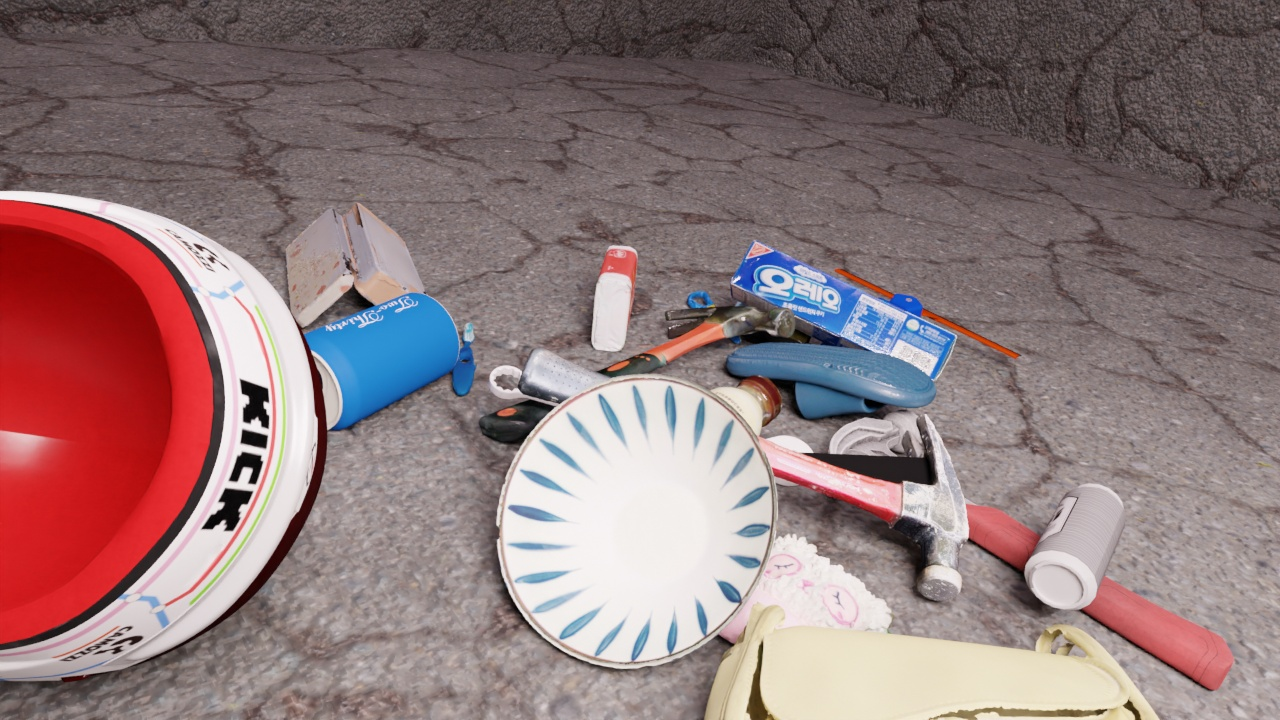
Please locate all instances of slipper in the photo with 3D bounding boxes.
[{"bbox_3d":[0.175,0.019,0.858,0.103,0.059,0.214,-15,19,-42],"label":"slipper"}]

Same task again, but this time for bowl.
[{"bbox_3d":[0.004,0.102,0.577,0.177,0.177,0.071,22,-12,26],"label":"bowl"}]

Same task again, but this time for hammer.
[{"bbox_3d":[0.271,0.132,0.682,0.126,0.036,0.316,-15,34,-35],"label":"hammer"},{"bbox_3d":[0.075,0.055,0.646,0.326,0.036,0.140,20,46,-4],"label":"hammer"},{"bbox_3d":[-0.005,0.005,0.837,0.133,0.033,0.332,8,23,43],"label":"hammer"}]

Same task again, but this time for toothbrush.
[{"bbox_3d":[-0.162,-0.003,0.847,0.021,0.016,0.132,2,25,-9],"label":"toothbrush"}]

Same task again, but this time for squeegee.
[{"bbox_3d":[0.262,-0.040,1.013,0.184,0.055,0.249,-25,42,-33],"label":"squeegee"}]

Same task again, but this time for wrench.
[{"bbox_3d":[0.010,0.051,0.742,0.273,0.009,0.047,16,45,-2],"label":"wrench"}]

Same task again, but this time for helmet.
[{"bbox_3d":[-0.287,0.039,0.468,0.315,0.230,0.236,6,-11,9],"label":"helmet"}]

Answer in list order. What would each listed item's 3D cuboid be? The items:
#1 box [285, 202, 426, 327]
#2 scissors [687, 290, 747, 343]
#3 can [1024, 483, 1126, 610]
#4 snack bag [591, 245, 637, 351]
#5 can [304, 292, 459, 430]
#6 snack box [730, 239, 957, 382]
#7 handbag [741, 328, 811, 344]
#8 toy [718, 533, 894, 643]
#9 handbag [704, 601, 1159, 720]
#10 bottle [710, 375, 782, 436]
[{"bbox_3d":[-0.298,-0.089,0.960,0.105,0.096,0.216,34,9,-33],"label":"box"},{"bbox_3d":[0.100,-0.045,1.028,0.104,0.019,0.131,0,29,-13],"label":"scissors"},{"bbox_3d":[0.297,0.124,0.623,0.044,0.044,0.106,23,34,29],"label":"can"},{"bbox_3d":[-0.026,-0.067,0.952,0.036,0.077,0.115,7,25,1],"label":"snack bag"},{"bbox_3d":[-0.219,-0.001,0.752,0.079,0.079,0.145,19,27,21],"label":"can"},{"bbox_3d":[0.203,-0.045,0.936,0.226,0.059,0.059,27,-9,13],"label":"snack box"},{"bbox_3d":[0.168,-0.056,1.041,0.084,0.027,0.177,24,28,12],"label":"handbag"},{"bbox_3d":[0.098,0.153,0.576,0.108,0.041,0.096,-22,40,-38],"label":"toy"},{"bbox_3d":[0.142,0.187,0.443,0.233,0.089,0.190,6,30,-4],"label":"handbag"},{"bbox_3d":[0.044,0.062,0.694,0.056,0.057,0.161,28,43,35],"label":"bottle"}]
